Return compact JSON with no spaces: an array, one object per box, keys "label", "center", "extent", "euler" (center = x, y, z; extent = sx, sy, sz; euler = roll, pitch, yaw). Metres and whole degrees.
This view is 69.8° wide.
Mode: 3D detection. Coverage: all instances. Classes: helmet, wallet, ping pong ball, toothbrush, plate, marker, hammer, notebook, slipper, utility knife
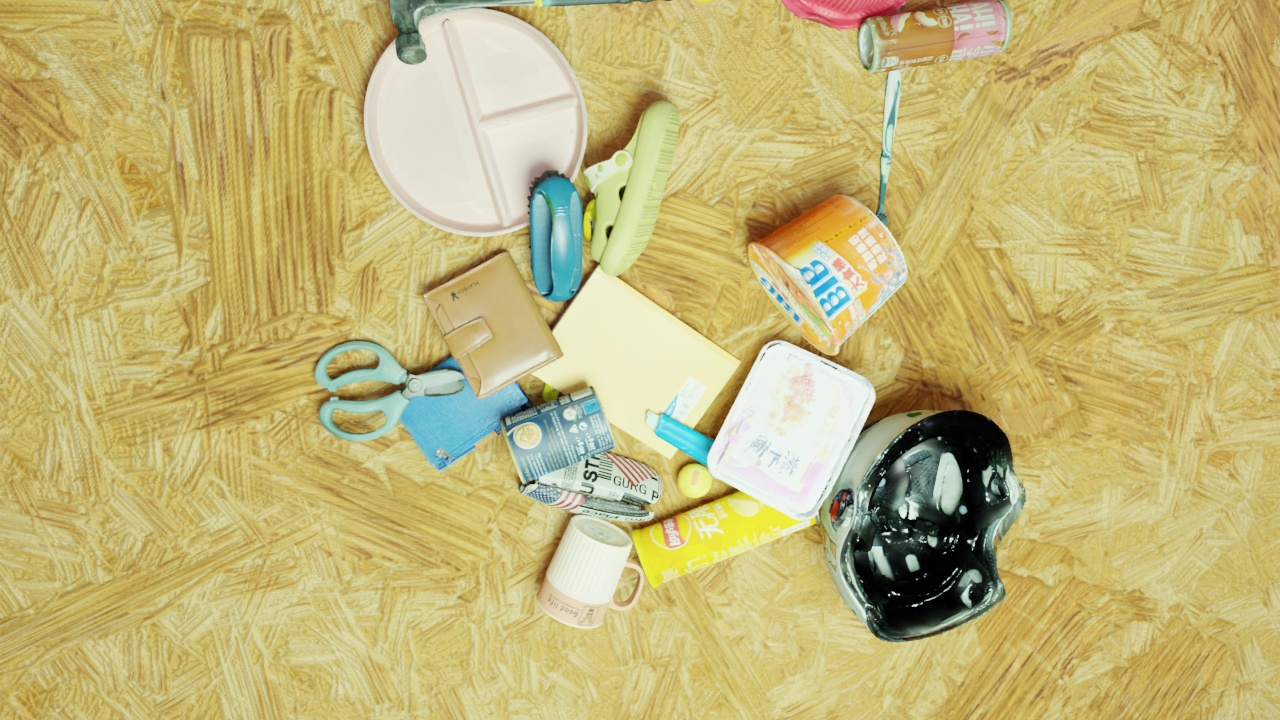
[{"label":"helmet","center":[0.300,0.173,1.050],"extent":[0.229,0.157,0.274],"euler":[-7,104,-19]},{"label":"wallet","center":[-0.160,-0.038,0.996],"extent":[0.108,0.031,0.132],"euler":[-28,88,-4]},{"label":"ping pong ball","center":[0.064,0.141,1.079],"extent":[0.040,0.040,0.040],"euler":[-1,105,-5]},{"label":"toothbrush","center":[0.274,-0.228,1.014],"extent":[0.016,0.018,0.192],"euler":[0,105,-6]},{"label":"plate","center":[-0.171,-0.246,0.961],"extent":[0.229,0.028,0.230],"euler":[-2,106,-6]},{"label":"marker","center":[-0.086,-0.010,1.038],"extent":[0.018,0.015,0.124],"euler":[16,103,-14]},{"label":"hammer","center":[-0.087,-0.371,0.917],"extent":[0.323,0.032,0.126],"euler":[-9,76,-10]},{"label":"wallet","center":[-0.200,0.049,1.031],"extent":[0.133,0.040,0.106],"euler":[-34,97,4]},{"label":"notebook","center":[-0.006,0.006,1.043],"extent":[0.206,0.010,0.146],"euler":[33,99,-18]},{"label":"slipper","center":[-0.017,-0.186,0.972],"extent":[0.081,0.091,0.191],"euler":[22,102,15]},{"label":"utility knife","center":[0.071,0.101,1.074],"extent":[0.159,0.018,0.034],"euler":[30,102,-19]}]

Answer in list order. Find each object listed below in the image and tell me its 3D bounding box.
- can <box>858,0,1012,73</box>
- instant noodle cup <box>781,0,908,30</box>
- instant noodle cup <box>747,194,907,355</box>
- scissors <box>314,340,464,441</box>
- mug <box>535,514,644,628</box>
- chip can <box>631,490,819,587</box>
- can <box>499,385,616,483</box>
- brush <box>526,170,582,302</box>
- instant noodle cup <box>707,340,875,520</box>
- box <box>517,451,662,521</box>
[{"label":"can","center":[0.308,-0.342,0.967],"extent":[0.147,0.058,0.058],"euler":[-10,105,-3]},{"label":"instant noodle cup","center":[0.221,-0.439,0.930],"extent":[0.194,0.065,0.194],"euler":[-2,106,-5]},{"label":"instant noodle cup","center":[0.203,-0.097,0.981],"extent":[0.111,0.151,0.151],"euler":[-38,105,-4]},{"label":"scissors","center":[-0.279,0.011,1.009],"extent":[0.185,0.019,0.129],"euler":[-25,88,4]},{"label":"mug","center":[-0.051,0.250,1.077],"extent":[0.114,0.081,0.106],"euler":[20,100,-14]},{"label":"chip can","center":[0.100,0.197,1.081],"extent":[0.213,0.072,0.072],"euler":[-21,106,1]},{"label":"can","center":[-0.089,0.080,1.002],"extent":[0.111,0.075,0.075],"euler":[-20,106,-7]},{"label":"brush","center":[-0.087,-0.123,0.961],"extent":[0.055,0.073,0.144],"euler":[-7,125,-13]},{"label":"instant noodle cup","center":[0.170,0.079,1.035],"extent":[0.138,0.060,0.173],"euler":[26,87,16]},{"label":"box","center":[-0.061,0.155,1.066],"extent":[0.163,0.076,0.088],"euler":[15,124,-12]}]
